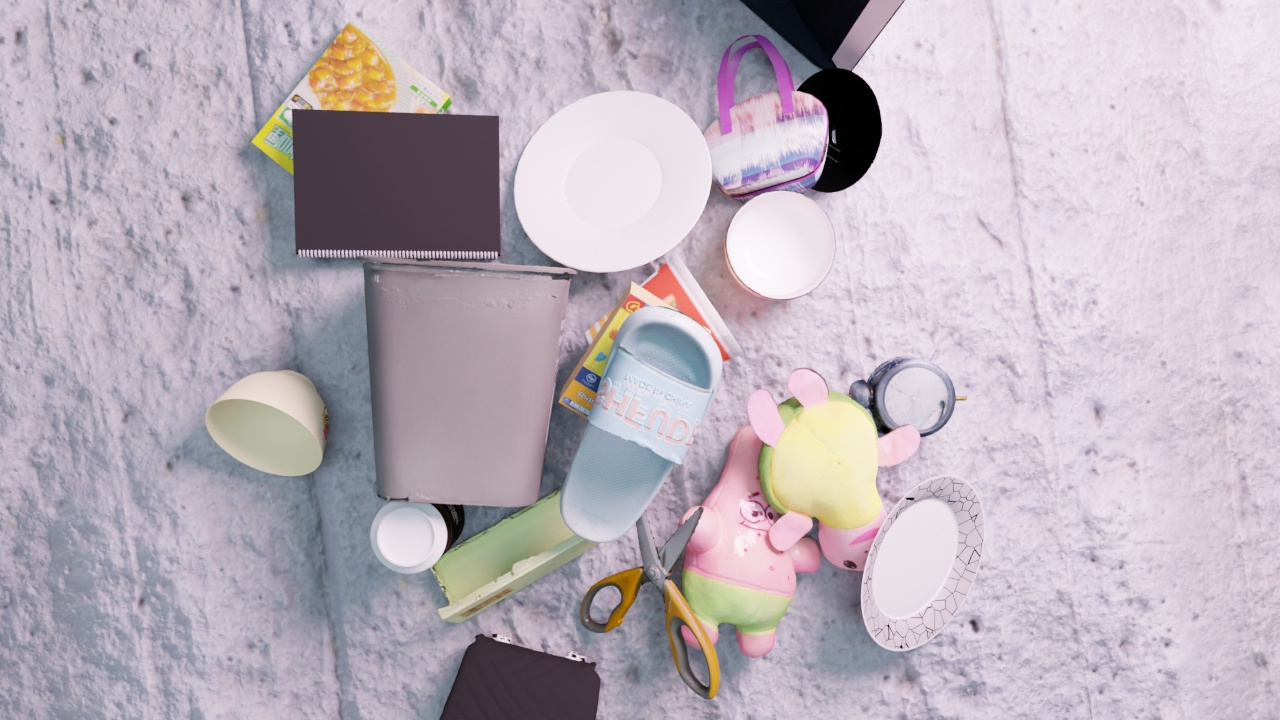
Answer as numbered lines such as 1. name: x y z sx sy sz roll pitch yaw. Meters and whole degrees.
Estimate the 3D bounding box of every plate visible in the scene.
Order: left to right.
1. plate: -0.029 -0.186 0.956 0.209 0.015 0.208 -3 72 10
2. plate: 0.286 0.206 0.940 0.188 0.016 0.189 -10 108 -33

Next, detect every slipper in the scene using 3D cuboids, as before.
1. slipper: -0.004 0.069 0.825 0.104 0.074 0.246 22 111 -7

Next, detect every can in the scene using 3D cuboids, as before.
1. can: -0.218 0.164 0.911 0.072 0.128 0.072 0 89 -2

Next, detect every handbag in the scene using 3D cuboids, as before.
1. handbag: -0.120 0.356 0.945 0.154 0.115 0.124 13 65 2
2. handbag: 0.125 -0.258 0.960 0.145 0.068 0.170 -13 78 24

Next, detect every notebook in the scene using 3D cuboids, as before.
1. notebook: -0.250 -0.181 0.952 0.206 0.016 0.149 -1 95 -10

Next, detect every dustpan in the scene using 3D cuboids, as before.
1. dustpan: 0.122 -0.404 0.878 0.080 0.236 0.273 -29 90 -1

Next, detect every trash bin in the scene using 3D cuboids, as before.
1. trash bin: -0.167 0.015 0.892 0.197 0.197 0.220 3 95 -3

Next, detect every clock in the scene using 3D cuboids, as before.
1. clock: 0.272 0.047 0.968 0.129 0.052 0.090 -31 90 2

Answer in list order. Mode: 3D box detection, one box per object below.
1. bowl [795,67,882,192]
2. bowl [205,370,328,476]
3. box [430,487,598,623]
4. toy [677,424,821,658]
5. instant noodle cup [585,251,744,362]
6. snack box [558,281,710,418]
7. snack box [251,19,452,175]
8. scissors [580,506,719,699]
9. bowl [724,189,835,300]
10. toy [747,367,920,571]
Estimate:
1. bowl: 0.213 -0.239 0.957 0.052 0.124 0.124 -12 89 -41
2. bowl: -0.366 0.052 0.931 0.118 0.118 0.073 14 46 -1
3. box: -0.127 0.191 0.949 0.188 0.091 0.083 -29 66 -5
4. toy: 0.108 0.181 0.939 0.192 0.097 0.236 18 74 -33
5. instant noodle cup: 0.020 -0.024 0.932 0.121 0.123 0.123 -34 90 5
6. snack box: -0.005 0.005 0.862 0.088 0.040 0.126 31 109 -9
7. snack box: -0.302 -0.252 0.966 0.132 0.027 0.168 38 88 -2
8. scissors: 0.019 0.231 0.899 0.225 0.016 0.226 49 126 20
9. bowl: 0.141 -0.117 0.959 0.113 0.063 0.113 0 89 -2
10. toy: 0.190 0.114 0.926 0.190 0.088 0.238 -38 108 -13
